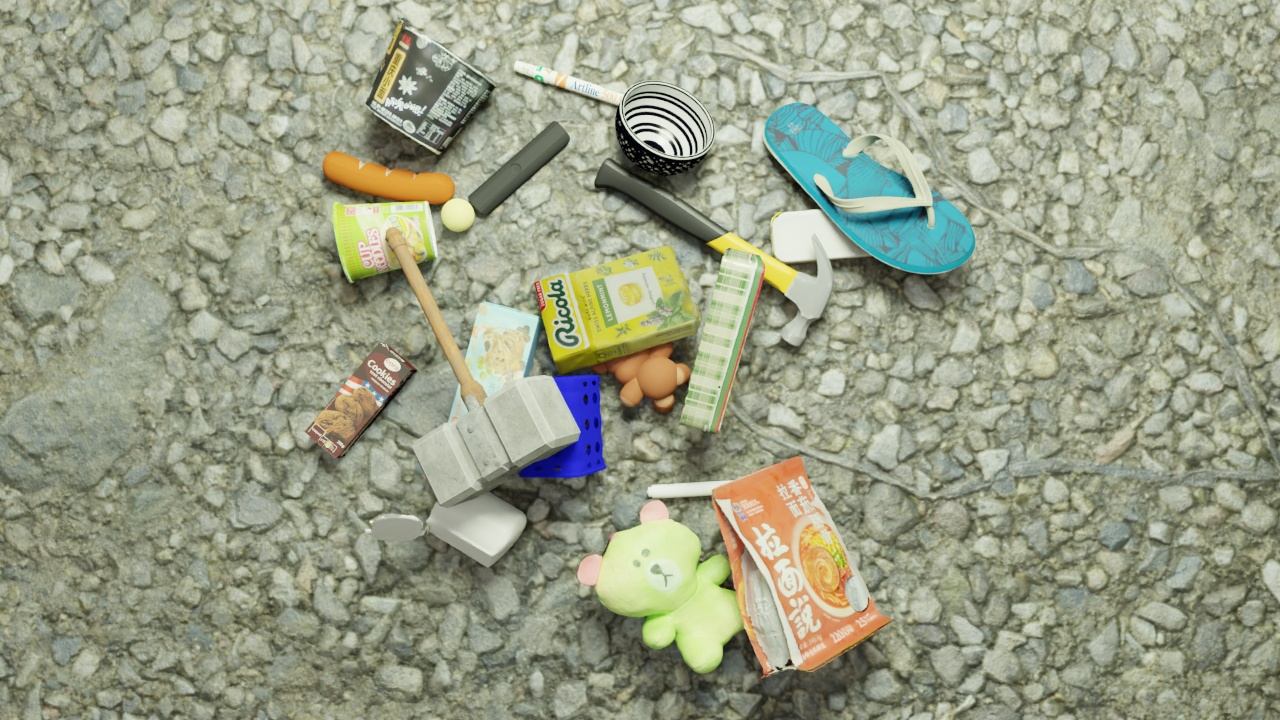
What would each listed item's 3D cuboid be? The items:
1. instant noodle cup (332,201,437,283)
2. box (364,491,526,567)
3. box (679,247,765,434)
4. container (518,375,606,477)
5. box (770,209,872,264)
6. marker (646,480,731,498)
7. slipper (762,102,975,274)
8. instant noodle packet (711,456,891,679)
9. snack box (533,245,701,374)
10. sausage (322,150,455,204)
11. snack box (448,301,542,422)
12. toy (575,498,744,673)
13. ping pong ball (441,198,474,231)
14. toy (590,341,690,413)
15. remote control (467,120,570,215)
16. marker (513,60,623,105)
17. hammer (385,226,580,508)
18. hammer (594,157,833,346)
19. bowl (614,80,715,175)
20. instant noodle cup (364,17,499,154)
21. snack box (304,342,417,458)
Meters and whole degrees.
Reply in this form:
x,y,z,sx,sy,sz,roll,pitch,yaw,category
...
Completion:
x,y,z,sx,sy,sz,roll,pitch,yaw,category
-0.304,-0.149,1.103,0.108,0.099,0.099,-9,88,-7,instant noodle cup
-0.227,0.194,1.083,0.156,0.085,0.125,32,56,3,box
0.095,-0.025,1.061,0.051,0.117,0.206,16,102,5,box
-0.094,0.076,1.086,0.085,0.084,0.113,-3,91,22,container
0.264,-0.157,1.121,0.210,0.037,0.064,-5,90,0,box
0.074,0.157,1.123,0.133,0.020,0.017,-3,79,1,marker
0.265,-0.209,1.083,0.118,0.060,0.295,-45,76,-8,slipper
0.175,0.233,1.068,0.164,0.084,0.221,-13,76,-39,instant noodle packet
-0.027,-0.065,1.095,0.181,0.045,0.121,-16,59,-1,snack box
-0.310,-0.221,1.127,0.164,0.039,0.044,12,89,1,sausage
-0.177,0.022,1.114,0.075,0.053,0.174,15,88,3,snack box
0.036,0.268,1.083,0.197,0.107,0.150,43,70,10,toy
-0.224,-0.178,1.125,0.040,0.040,0.040,0,88,0,ping pong ball
-0.007,0.007,1.116,0.128,0.065,0.095,32,86,12,toy
-0.150,-0.238,1.138,0.147,0.015,0.033,-42,89,0,remote control
-0.086,-0.344,1.139,0.145,0.017,0.017,18,89,1,marker
-0.215,-0.013,1.035,0.163,0.082,0.317,-31,82,19,hammer
0.088,-0.152,1.113,0.323,0.029,0.127,32,115,6,hammer
0.022,-0.269,1.105,0.120,0.067,0.120,9,59,-16,bowl
-0.254,-0.319,1.089,0.137,0.137,0.112,34,97,1,instant noodle cup
-0.342,0.049,1.125,0.051,0.032,0.141,40,89,1,snack box
